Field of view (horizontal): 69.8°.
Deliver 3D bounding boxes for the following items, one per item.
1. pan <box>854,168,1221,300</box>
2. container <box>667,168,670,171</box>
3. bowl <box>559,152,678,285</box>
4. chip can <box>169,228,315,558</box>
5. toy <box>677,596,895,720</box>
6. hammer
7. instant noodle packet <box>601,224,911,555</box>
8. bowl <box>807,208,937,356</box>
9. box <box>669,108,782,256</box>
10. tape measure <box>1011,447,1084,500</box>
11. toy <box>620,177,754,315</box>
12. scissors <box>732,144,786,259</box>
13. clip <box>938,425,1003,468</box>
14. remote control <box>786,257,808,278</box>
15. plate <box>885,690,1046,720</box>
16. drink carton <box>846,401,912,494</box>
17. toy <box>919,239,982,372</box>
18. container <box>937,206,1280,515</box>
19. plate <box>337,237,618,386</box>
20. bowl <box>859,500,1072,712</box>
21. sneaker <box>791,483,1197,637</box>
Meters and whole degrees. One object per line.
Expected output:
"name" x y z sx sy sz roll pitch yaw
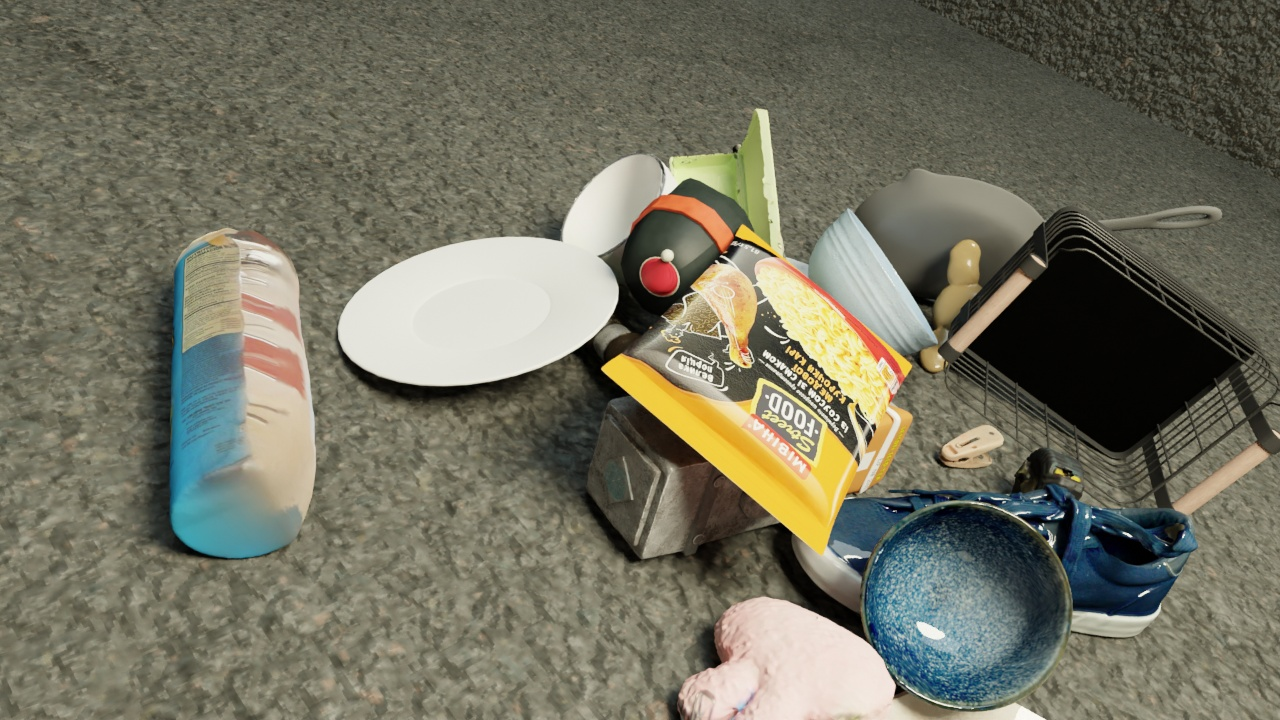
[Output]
"pan" 0.361 -0.115 0.903 0.355 0.216 0.024 -3 56 33
"container" 0.052 -0.125 0.893 0.129 0.081 0.049 32 67 17
"bowl" -0.007 -0.116 0.798 0.065 0.116 0.116 40 19 -37
"chip can" -0.241 0.009 0.555 0.079 0.080 0.229 1 38 -27
"toy" 0.074 0.176 0.496 0.104 0.053 0.108 -25 35 -34
"hammer" -0.004 0.004 0.693 0.176 0.080 0.326 -7 37 -35
"instant noodle packet" 0.089 0.004 0.593 0.160 0.032 0.220 40 41 3
"bowl" 0.207 -0.060 0.865 0.150 0.075 0.150 47 20 -24
"box" 0.081 -0.114 0.811 0.064 0.131 0.187 21 56 -39
"tape measure" 0.317 0.100 0.722 0.038 0.067 0.062 22 33 3
"toy" 0.032 -0.077 0.700 0.098 0.100 0.118 -5 31 45
"scissors" 0.123 -0.121 0.896 0.015 0.179 0.198 -22 26 -5
"clip" 0.277 0.080 0.779 0.060 0.041 0.024 -17 45 -16
"remote control" 0.199 -0.079 0.965 0.136 0.013 0.043 19 33 -2
"plate" 0.191 0.256 0.470 0.188 0.027 0.188 14 34 -10
"drink carton" 0.142 0.038 0.716 0.048 0.076 0.125 -10 40 -37
"toy" 0.339 -0.040 0.921 0.106 0.134 0.108 16 -2 35
"container" 0.388 0.003 0.776 0.241 0.163 0.130 37 33 2
"plate" -0.120 -0.038 0.691 0.208 0.015 0.208 -4 35 3
"bowl" 0.182 0.137 0.533 0.114 0.114 0.061 25 -2 7
"sneaker" 0.250 0.117 0.615 0.294 0.127 0.120 7 34 -15
